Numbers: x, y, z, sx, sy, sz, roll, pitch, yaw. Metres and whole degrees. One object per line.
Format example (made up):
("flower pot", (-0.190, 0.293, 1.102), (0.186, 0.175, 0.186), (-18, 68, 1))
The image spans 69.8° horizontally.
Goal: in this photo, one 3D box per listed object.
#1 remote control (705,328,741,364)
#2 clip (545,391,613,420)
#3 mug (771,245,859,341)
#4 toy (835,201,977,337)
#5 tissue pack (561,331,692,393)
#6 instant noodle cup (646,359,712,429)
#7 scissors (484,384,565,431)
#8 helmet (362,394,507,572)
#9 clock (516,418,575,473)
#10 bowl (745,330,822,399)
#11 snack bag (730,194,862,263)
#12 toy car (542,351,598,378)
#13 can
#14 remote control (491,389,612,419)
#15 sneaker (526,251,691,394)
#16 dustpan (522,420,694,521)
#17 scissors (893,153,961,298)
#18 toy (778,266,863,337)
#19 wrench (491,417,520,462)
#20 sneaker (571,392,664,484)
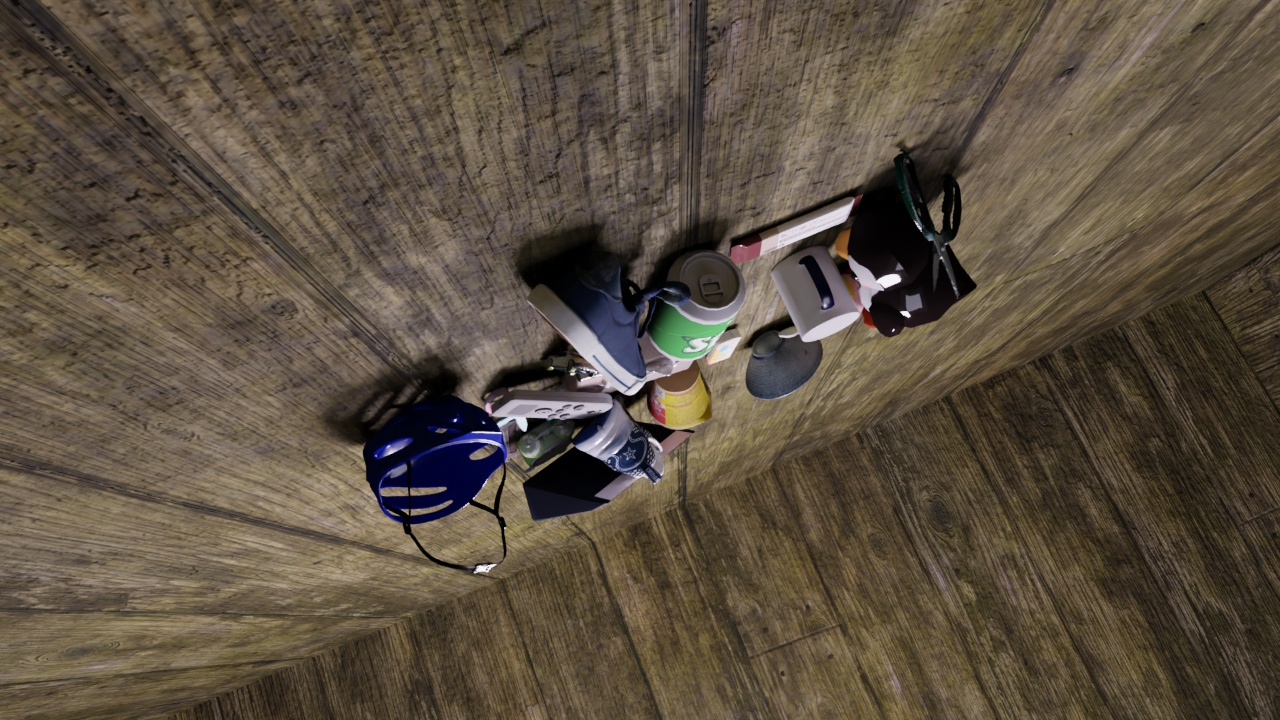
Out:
("remote control", (0.124, -0.020, 1.390), (0.038, 0.018, 0.126), (-20, 166, -9))
("clip", (-0.082, 0.051, 1.328), (0.116, 0.026, 0.097), (-35, 163, 36))
("mug", (0.219, -0.088, 1.148), (0.078, 0.097, 0.112), (-23, 164, 2))
("toy", (0.315, -0.121, 1.100), (0.140, 0.159, 0.184), (5, 164, 32))
("tissue pack", (-0.007, 0.007, 1.216), (0.181, 0.071, 0.104), (-14, 163, -18))
("instant noodle cup", (0.053, 0.037, 1.359), (0.100, 0.100, 0.112), (-22, 155, -3))
("scissors", (-0.155, 0.062, 1.255), (0.176, 0.013, 0.171), (-26, 157, -8))
("helmet", (-0.238, 0.158, 1.090), (0.147, 0.227, 0.242), (5, 148, -41))
("clock", (-0.148, 0.126, 1.418), (0.094, 0.042, 0.120), (-30, 168, -24))
("bowl", (0.210, -0.009, 1.432), (0.137, 0.136, 0.057), (-29, 124, 20))
("snack bag", (0.175, -0.149, 1.044), (0.158, 0.013, 0.057), (-22, 166, -1))
("toy car", (-0.085, 0.003, 1.120), (0.038, 0.027, 0.090), (14, 175, -35))
("can", (0.061, -0.060, 1.039), (0.087, 0.087, 0.140), (-18, 163, -18))
("remote control", (-0.112, 0.060, 1.193), (0.150, 0.019, 0.074), (4, 160, -31))
("sneaker", (-0.019, -0.046, 0.995), (0.127, 0.120, 0.294), (-45, 162, -4))
("dustpan", (-0.080, 0.182, 1.485), (0.274, 0.080, 0.235), (6, -153, 37))
("scissors", (0.336, -0.172, 1.043), (0.015, 0.202, 0.205), (-9, -146, 34))
("toy", (0.252, -0.087, 1.271), (0.131, 0.097, 0.124), (-34, -179, -42))
("wrench", (-0.198, 0.118, 1.409), (0.070, 0.010, 0.274), (-19, 164, -13))
("sneaker", (-0.021, 0.126, 1.361), (0.103, 0.132, 0.269), (-49, -179, -2))
